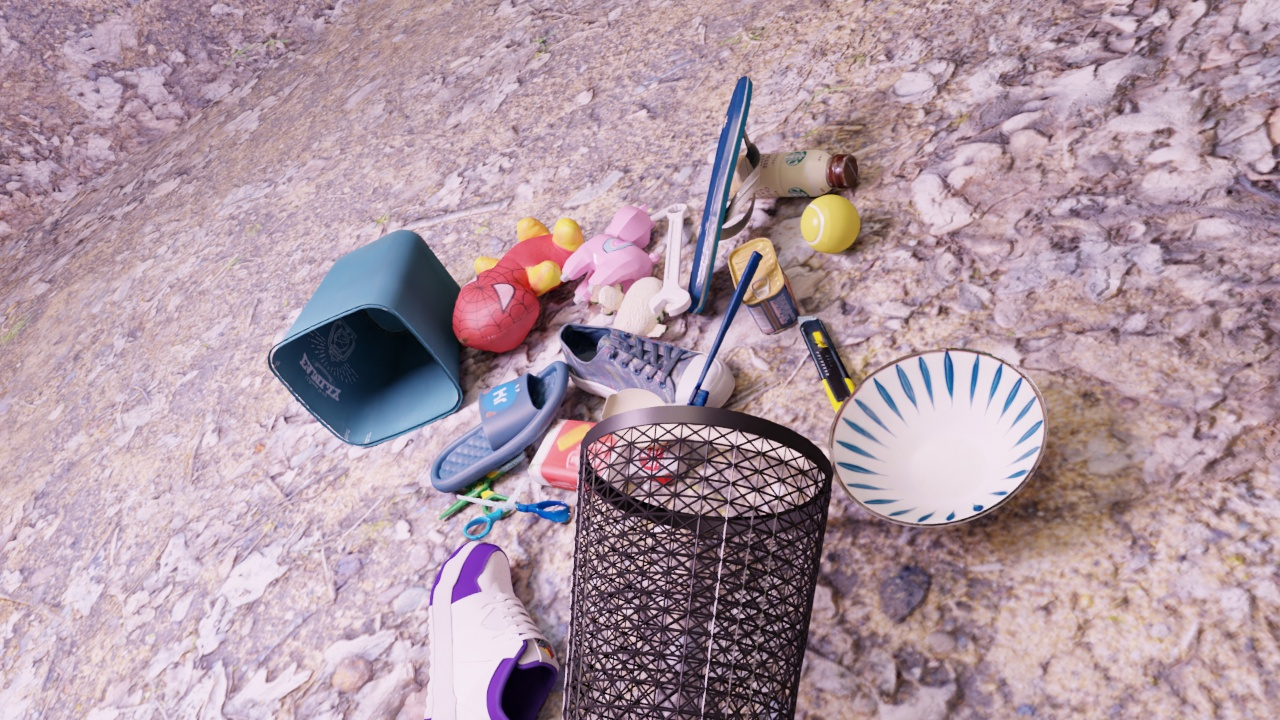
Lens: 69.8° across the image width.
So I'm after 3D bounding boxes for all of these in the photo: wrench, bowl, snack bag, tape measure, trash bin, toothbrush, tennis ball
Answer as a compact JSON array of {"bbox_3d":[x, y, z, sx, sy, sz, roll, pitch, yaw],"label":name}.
[{"bbox_3d":[0.041,-0.129,1.123,0.047,0.009,0.272,-11,33,12],"label":"wrench"},{"bbox_3d":[0.255,0.079,0.778,0.177,0.071,0.177,-19,44,19],"label":"bowl"},{"bbox_3d":[-0.060,0.104,0.998,0.116,0.036,0.076,4,54,37],"label":"snack bag"},{"bbox_3d":[0.022,0.101,0.957,0.062,0.020,0.060,0,52,34],"label":"tape measure"},{"bbox_3d":[-0.343,-0.042,1.227,0.199,0.196,0.218,-21,36,16],"label":"trash bin"},{"bbox_3d":[0.091,-0.031,0.959,0.017,0.016,0.189,19,73,16],"label":"toothbrush"},{"bbox_3d":[0.213,-0.153,1.029,0.065,0.065,0.065,-19,43,19],"label":"tennis ball"},{"bbox_3d":[0.039,0.195,0.726,0.217,0.217,0.242,-9,54,28],"label":"trash bin"}]

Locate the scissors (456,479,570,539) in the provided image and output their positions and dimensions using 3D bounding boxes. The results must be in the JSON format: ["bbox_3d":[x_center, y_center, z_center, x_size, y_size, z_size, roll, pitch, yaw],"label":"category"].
[{"bbox_3d":[-0.139,0.160,0.979,0.133,0.014,0.127,5,21,9],"label":"scissors"}]

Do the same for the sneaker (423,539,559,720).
[{"bbox_3d":[-0.130,0.266,0.858,0.111,0.092,0.243,-18,45,14],"label":"sneaker"}]

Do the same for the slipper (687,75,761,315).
[{"bbox_3d":[0.109,-0.193,1.074,0.060,0.118,0.294,13,85,0],"label":"slipper"}]

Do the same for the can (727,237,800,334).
[{"bbox_3d":[0.138,-0.082,1.019,0.054,0.059,0.099,-23,42,15],"label":"can"}]

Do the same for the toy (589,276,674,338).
[{"bbox_3d":[-0.002,-0.062,1.098,0.112,0.050,0.087,14,69,26],"label":"toy"}]

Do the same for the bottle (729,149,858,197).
[{"bbox_3d":[0.184,-0.229,1.127,0.162,0.056,0.056,6,56,38],"label":"bottle"}]

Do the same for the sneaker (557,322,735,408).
[{"bbox_3d":[-0.006,0.006,1.020,0.236,0.079,0.087,11,59,41],"label":"sneaker"}]

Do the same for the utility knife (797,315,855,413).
[{"bbox_3d":[0.192,0.006,0.931,0.029,0.020,0.174,-26,41,9],"label":"utility knife"}]

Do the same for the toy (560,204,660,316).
[{"bbox_3d":[-0.026,-0.134,1.178,0.123,0.067,0.157,24,64,44],"label":"toy"}]

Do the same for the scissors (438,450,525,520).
[{"bbox_3d":[-0.180,0.143,1.064,0.126,0.011,0.127,11,57,41],"label":"scissors"}]

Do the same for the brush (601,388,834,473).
[{"bbox_3d":[0.068,0.071,0.868,0.273,0.077,0.062,9,89,46],"label":"brush"}]

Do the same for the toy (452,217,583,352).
[{"bbox_3d":[-0.163,-0.096,1.212,0.148,0.099,0.215,6,54,51],"label":"toy"}]

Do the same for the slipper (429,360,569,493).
[{"bbox_3d":[-0.166,0.075,1.060,0.214,0.059,0.103,-39,31,9],"label":"slipper"}]
